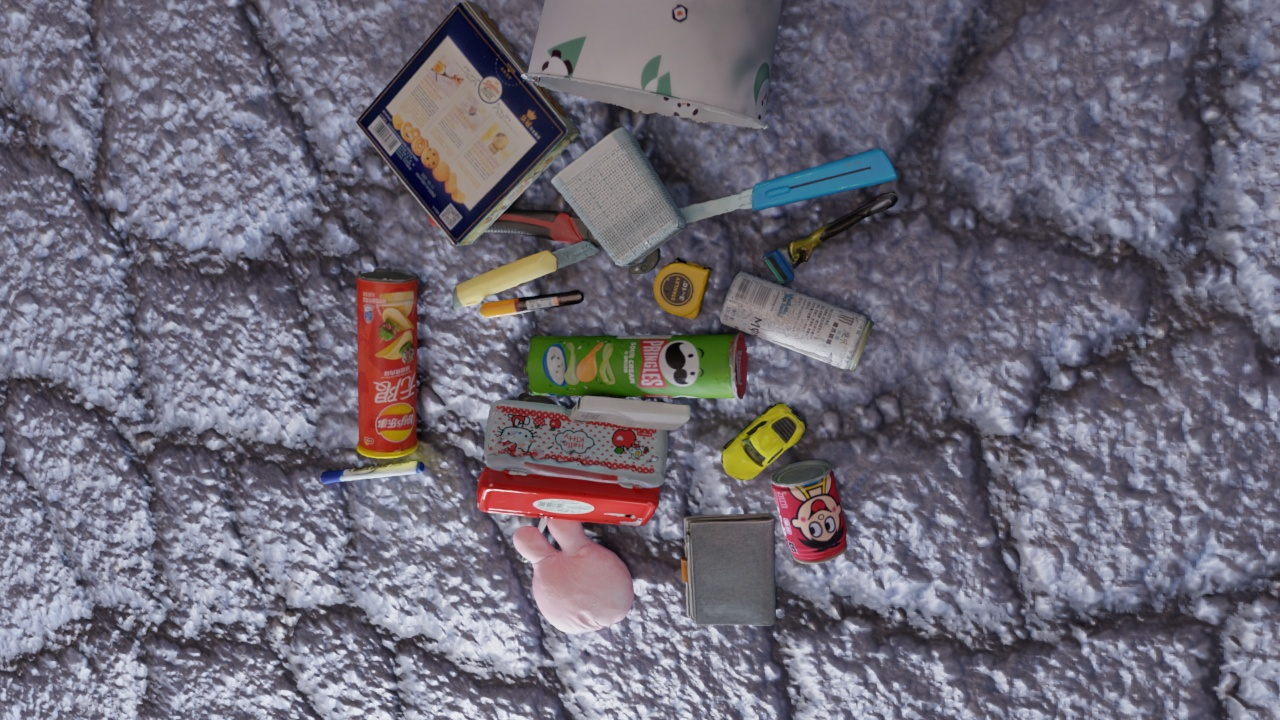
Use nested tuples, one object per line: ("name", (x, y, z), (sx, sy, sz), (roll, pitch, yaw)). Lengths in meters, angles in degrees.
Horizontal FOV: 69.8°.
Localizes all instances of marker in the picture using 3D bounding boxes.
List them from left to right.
("marker", (-0.338, 0.141, 1.154), (0.146, 0.016, 0.017), (-8, 102, 19))
("marker", (-0.122, -0.064, 1.035), (0.124, 0.015, 0.018), (-7, 104, 16))

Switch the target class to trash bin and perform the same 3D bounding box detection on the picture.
("trash bin", (0.027, -0.352, 0.809), (0.230, 0.229, 0.252), (14, 102, 13))

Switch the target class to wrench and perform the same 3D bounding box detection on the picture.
("wrench", (-0.109, -0.145, 1.008), (0.273, 0.016, 0.056), (13, 107, 13))

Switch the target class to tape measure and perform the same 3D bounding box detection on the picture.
("tape measure", (0.044, -0.078, 0.972), (0.057, 0.028, 0.060), (18, 109, 11))

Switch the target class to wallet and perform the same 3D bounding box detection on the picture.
("wallet", (0.099, 0.235, 1.037), (0.106, 0.037, 0.130), (-1, 105, 6))

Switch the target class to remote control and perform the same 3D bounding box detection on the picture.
("remote control", (-0.010, 0.057, 0.989), (0.125, 0.049, 0.024), (6, 71, -11))

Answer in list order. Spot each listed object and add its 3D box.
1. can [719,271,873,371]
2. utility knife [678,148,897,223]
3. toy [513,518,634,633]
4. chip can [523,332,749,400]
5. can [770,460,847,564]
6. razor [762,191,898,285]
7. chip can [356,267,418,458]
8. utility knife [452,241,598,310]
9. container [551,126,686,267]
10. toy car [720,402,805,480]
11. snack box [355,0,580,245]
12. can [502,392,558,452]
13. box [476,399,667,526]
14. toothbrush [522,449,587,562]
("can", (0.157, -0.040, 0.932), (0.147, 0.058, 0.058), (22, 109, 10))
("utility knife", (0.137, -0.169, 0.926), (0.235, 0.018, 0.034), (-12, 101, 21))
("toy", (-0.079, 0.249, 1.082), (0.121, 0.054, 0.159), (-24, 103, 13))
("chip can", (-0.006, 0.006, 0.988), (0.236, 0.072, 0.072), (0, 104, 17))
("can", (0.180, 0.161, 0.975), (0.067, 0.066, 0.094), (-11, 101, 19))
("razor", (0.191, -0.129, 0.917), (0.143, 0.022, 0.042), (-31, 126, 18))
("chip can", (-0.296, 0.003, 1.076), (0.073, 0.073, 0.217), (9, 106, 14))
("utility knife", (-0.134, -0.096, 1.020), (0.202, 0.021, 0.031), (-16, 102, 31))
("container", (-0.016, -0.160, 0.927), (0.090, 0.090, 0.111), (-36, 90, 11))
("toy car", (0.130, 0.091, 0.990), (0.048, 0.032, 0.105), (46, 114, 1))
("snack box", (-0.185, -0.248, 0.977), (0.183, 0.045, 0.178), (-40, 86, 20))
("can", (-0.138, 0.107, 1.064), (0.053, 0.053, 0.135), (26, 110, 9))
("box", (-0.076, 0.114, 1.023), (0.201, 0.100, 0.110), (8, 146, -11))
("toothbrush", (-0.094, 0.151, 1.077), (0.026, 0.027, 0.225), (45, 117, 40))
